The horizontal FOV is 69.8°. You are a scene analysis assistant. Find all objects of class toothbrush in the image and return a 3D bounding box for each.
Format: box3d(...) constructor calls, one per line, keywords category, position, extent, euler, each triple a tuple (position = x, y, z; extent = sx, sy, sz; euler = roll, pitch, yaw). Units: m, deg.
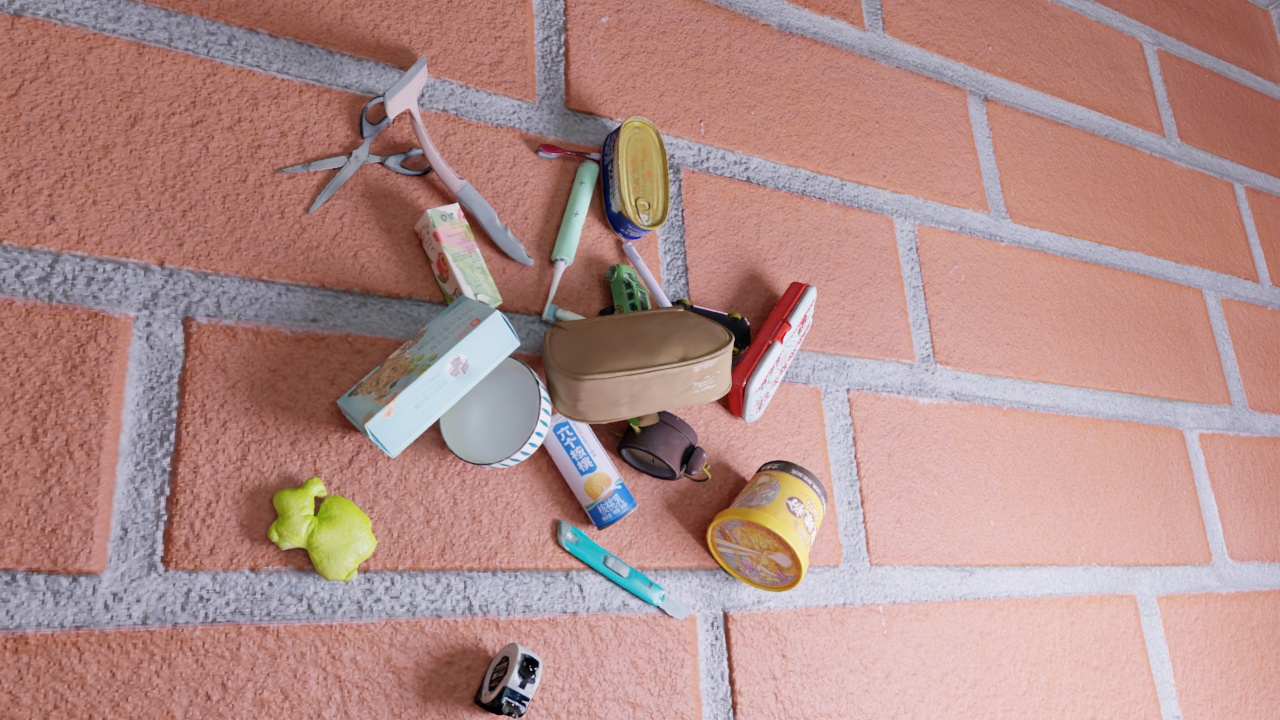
box3d(category="toothbrush", position=(-0.086, -0.144, 1.089), extent=(0.027, 0.027, 0.224), euler=(19, 64, -11))
box3d(category="toothbrush", position=(-0.013, -0.020, 1.070), extent=(0.189, 0.020, 0.029), euler=(22, 31, -21))
box3d(category="toothbrush", position=(-0.046, -0.252, 1.158), extent=(0.187, 0.017, 0.016), euler=(2, 70, -32))
box3d(category="toothbrush", position=(0.025, -0.069, 1.108), extent=(0.029, 0.021, 0.189), euler=(-7, 61, -47))

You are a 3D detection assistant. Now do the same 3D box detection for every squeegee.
box3d(category="squeegee", position=(-0.198, -0.200, 1.011), extent=(0.249, 0.040, 0.247), euler=(57, 11, -24))

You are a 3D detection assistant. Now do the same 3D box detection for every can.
box3d(category="can", position=(-0.060, 0.115, 0.998), extent=(0.053, 0.053, 0.134), euler=(-33, 91, -34))
box3d(category="can", position=(-0.007, -0.224, 1.132), extent=(0.074, 0.049, 0.148), euler=(3, 76, -32))

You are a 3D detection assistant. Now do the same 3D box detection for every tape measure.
box3d(category="tape measure", position=(-0.125, 0.309, 0.886), extent=(0.033, 0.066, 0.065), euler=(36, 61, -20))

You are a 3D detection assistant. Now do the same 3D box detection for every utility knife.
box3d(category="utility knife", position=(-0.018, 0.233, 1.006), extent=(0.186, 0.013, 0.029), euler=(36, 59, -15))

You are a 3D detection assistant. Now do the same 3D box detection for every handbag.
box3d(category="handbag", position=(-0.006, 0.006, 0.993), extent=(0.204, 0.147, 0.100), euler=(-8, 122, -18))

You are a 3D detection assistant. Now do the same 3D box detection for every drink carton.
box3d(category="drink carton", position=(-0.196, -0.104, 0.995), extent=(0.045, 0.054, 0.122), euler=(-24, 87, -34))

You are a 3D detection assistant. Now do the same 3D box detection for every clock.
box3d(category="clock", position=(0.028, 0.101, 1.038), extent=(0.122, 0.082, 0.055), euler=(35, 63, -14))

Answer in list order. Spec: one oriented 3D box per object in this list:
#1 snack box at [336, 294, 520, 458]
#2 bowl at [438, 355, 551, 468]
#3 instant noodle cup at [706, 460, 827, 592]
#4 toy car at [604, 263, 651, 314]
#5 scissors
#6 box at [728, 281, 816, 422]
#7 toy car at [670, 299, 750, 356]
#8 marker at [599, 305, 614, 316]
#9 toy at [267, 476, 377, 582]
box3d(category="snack box", position=(-0.208, 0.012, 0.905), extent=(0.174, 0.074, 0.051), euler=(-44, 127, -19))
box3d(category="bowl", position=(-0.142, 0.058, 0.950), extent=(0.066, 0.117, 0.116), euler=(42, 44, -64))
box3d(category="instant noodle cup", position=(0.154, 0.187, 1.066), extent=(0.118, 0.119, 0.114), euler=(48, 49, -8))
box3d(category="toy car", position=(-0.012, -0.075, 1.092), extent=(0.043, 0.036, 0.091), euler=(14, 53, -52))
box3d(category="scissors", position=(-0.303, -0.222, 1.001), extent=(0.159, 0.014, 0.177), euler=(15, 69, -23))
box3d(category="box", position=(0.174, -0.011, 1.167), extent=(0.047, 0.087, 0.200), euler=(20, 54, 23))
box3d(category="toy car", position=(0.079, -0.038, 1.139), extent=(0.122, 0.037, 0.056), euler=(13, 68, -18))
box3d(category="marker", position=(-0.016, -0.002, 1.084), extent=(0.022, 0.020, 0.132), euler=(-11, 78, -60))
box3d(category="toy", position=(-0.295, 0.158, 0.861), extent=(0.100, 0.031, 0.096), euler=(10, 66, -27))
